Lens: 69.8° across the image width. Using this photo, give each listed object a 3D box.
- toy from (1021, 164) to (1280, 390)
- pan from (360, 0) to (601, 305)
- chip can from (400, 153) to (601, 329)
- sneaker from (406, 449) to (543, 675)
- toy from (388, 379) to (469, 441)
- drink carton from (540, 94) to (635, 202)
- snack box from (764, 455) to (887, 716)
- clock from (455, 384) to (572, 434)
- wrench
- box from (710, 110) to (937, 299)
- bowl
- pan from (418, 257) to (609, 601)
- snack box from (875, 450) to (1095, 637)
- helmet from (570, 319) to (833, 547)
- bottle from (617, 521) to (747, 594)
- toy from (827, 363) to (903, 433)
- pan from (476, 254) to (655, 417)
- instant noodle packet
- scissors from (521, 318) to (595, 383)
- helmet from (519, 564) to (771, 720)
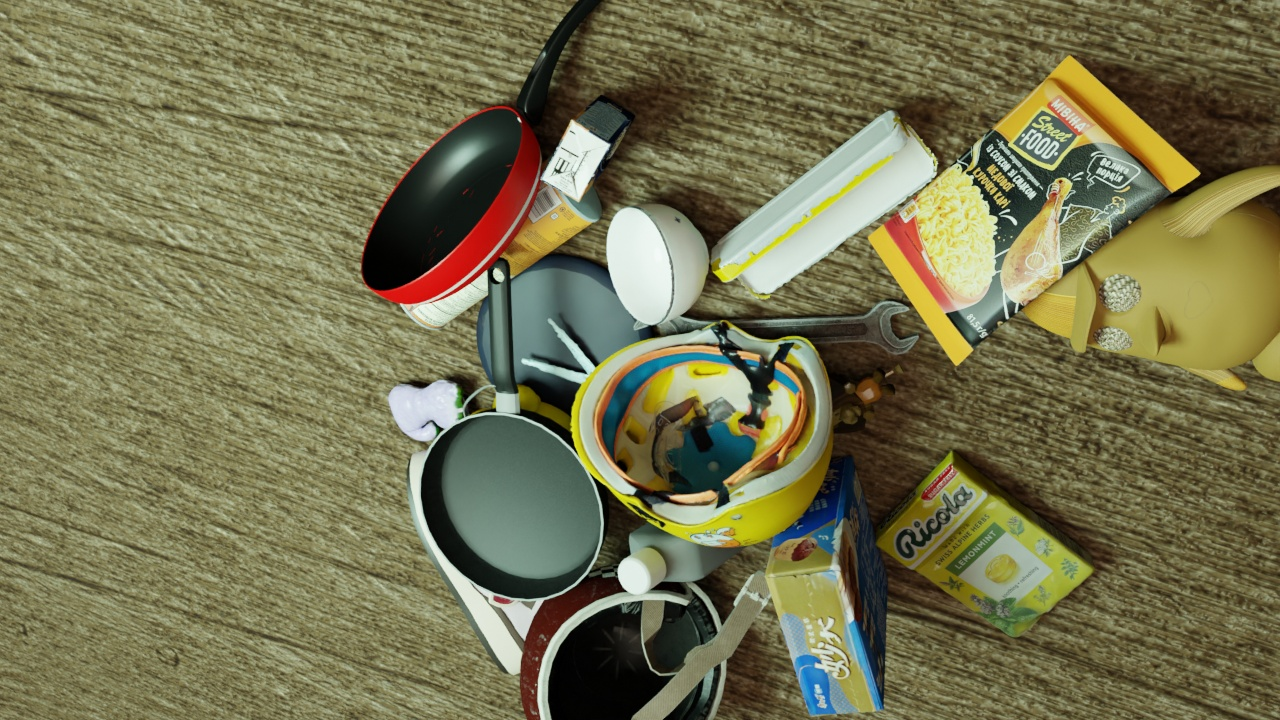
[{"bbox_3d":[0.411,-0.061,0.738,0.204,0.162,0.199,6,129,25],"label":"toy"},{"bbox_3d":[-0.127,-0.197,0.843,0.356,0.209,0.067,-48,127,3],"label":"pan"},{"bbox_3d":[-0.145,-0.114,0.911,0.215,0.075,0.075,-31,101,24],"label":"chip can"},{"bbox_3d":[-0.160,0.220,1.050,0.116,0.111,0.294,-24,103,1],"label":"sneaker"},{"bbox_3d":[-0.233,0.057,1.031,0.100,0.036,0.080,-1,121,21],"label":"toy"},{"bbox_3d":[-0.044,-0.193,0.821,0.040,0.129,0.064,32,116,-6],"label":"drink carton"},{"bbox_3d":[0.185,0.208,0.880,0.069,0.202,0.155,-12,108,20],"label":"snack box"},{"bbox_3d":[-0.124,0.087,0.986,0.152,0.051,0.114,44,126,-13],"label":"clock"},{"bbox_3d":[0.129,-0.027,0.895,0.273,0.010,0.070,-2,111,12],"label":"wrench"},{"bbox_3d":[0.159,-0.131,0.818,0.210,0.080,0.079,-37,96,24],"label":"box"},{"bbox_3d":[0.023,-0.095,0.866,0.113,0.063,0.114,36,135,46],"label":"bowl"},{"bbox_3d":[-0.128,0.072,0.915,0.204,0.044,0.356,5,107,18],"label":"pan"},{"bbox_3d":[0.343,0.190,0.915,0.181,0.045,0.121,36,117,0],"label":"snack box"},{"bbox_3d":[0.067,0.082,0.860,0.240,0.208,0.140,8,146,29],"label":"helmet"},{"bbox_3d":[0.039,0.185,0.914,0.084,0.173,0.046,-6,96,34],"label":"bottle"},{"bbox_3d":[0.207,0.034,0.883,0.100,0.062,0.076,-30,120,19],"label":"toy"},{"bbox_3d":[-0.006,0.005,0.953,0.356,0.021,0.199,14,115,9],"label":"pan"},{"bbox_3d":[0.306,-0.124,0.755,0.032,0.159,0.221,20,126,-42],"label":"instant noodle packet"},{"bbox_3d":[-0.044,0.030,0.952,0.170,0.028,0.139,20,119,7],"label":"scissors"},{"bbox_3d":[-0.007,0.317,0.957,0.234,0.254,0.233,7,83,-7],"label":"helmet"}]
